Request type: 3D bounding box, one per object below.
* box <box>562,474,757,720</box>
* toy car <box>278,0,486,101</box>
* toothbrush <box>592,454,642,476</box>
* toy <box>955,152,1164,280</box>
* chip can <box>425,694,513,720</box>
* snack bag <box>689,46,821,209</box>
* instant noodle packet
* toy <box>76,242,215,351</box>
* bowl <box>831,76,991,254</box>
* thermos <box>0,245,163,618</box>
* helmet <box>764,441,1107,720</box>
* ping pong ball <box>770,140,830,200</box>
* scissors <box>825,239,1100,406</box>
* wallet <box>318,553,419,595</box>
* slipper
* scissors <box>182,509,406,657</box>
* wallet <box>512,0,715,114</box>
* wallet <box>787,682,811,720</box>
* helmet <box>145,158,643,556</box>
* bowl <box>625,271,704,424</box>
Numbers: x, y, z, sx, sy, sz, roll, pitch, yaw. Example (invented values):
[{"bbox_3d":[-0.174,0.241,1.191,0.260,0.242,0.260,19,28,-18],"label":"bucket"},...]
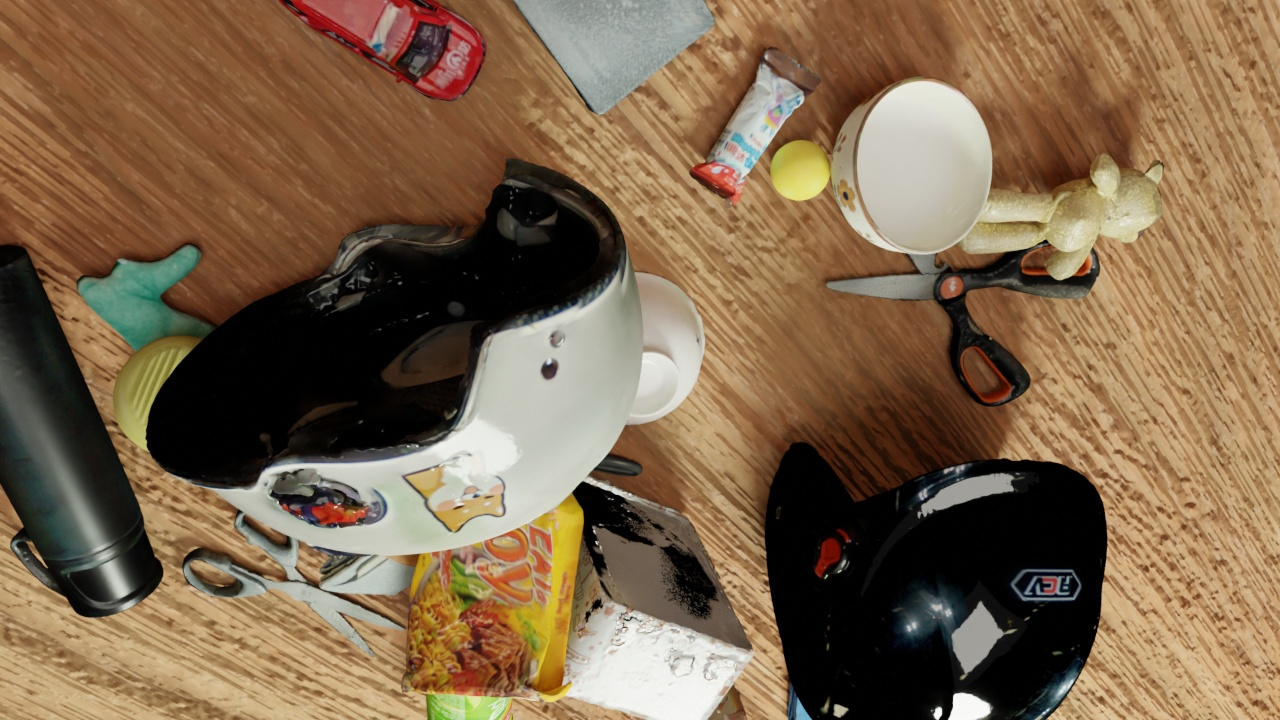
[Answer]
[{"bbox_3d":[0.019,0.211,0.689,0.130,0.179,0.272,-34,117,2],"label":"box"},{"bbox_3d":[-0.147,-0.194,0.528,0.120,0.045,0.053,25,109,-25],"label":"toy car"},{"bbox_3d":[-0.081,0.069,0.688,0.181,0.018,0.016,12,108,-20],"label":"toothbrush"},{"bbox_3d":[0.302,-0.108,0.665,0.157,0.066,0.105,-8,130,-11],"label":"toy"},{"bbox_3d":[-0.128,0.225,0.686,0.072,0.072,0.222,-2,133,-13],"label":"chip can"},{"bbox_3d":[0.074,-0.153,0.611,0.045,0.026,0.105,28,104,-21],"label":"snack bag"},{"bbox_3d":[-0.093,0.143,0.567,0.111,0.044,0.128,0,78,13],"label":"instant noodle packet"},{"bbox_3d":[-0.304,-0.028,0.580,0.096,0.030,0.092,-37,120,-1],"label":"toy"},{"bbox_3d":[0.172,-0.129,0.618,0.113,0.062,0.113,-3,98,-23],"label":"bowl"},{"bbox_3d":[-0.386,0.054,0.579,0.090,0.068,0.243,-5,117,1],"label":"thermos"},{"bbox_3d":[0.222,0.177,0.693,0.233,0.229,0.276,9,151,-17],"label":"helmet"},{"bbox_3d":[0.108,-0.129,0.622,0.040,0.040,0.040,-5,116,-11],"label":"ping pong ball"},{"bbox_3d":[0.254,-0.045,0.708,0.221,0.021,0.225,-17,117,-5],"label":"scissors"},{"bbox_3d":[-0.153,0.127,0.659,0.130,0.037,0.106,-36,161,6],"label":"wallet"},{"bbox_3d":[-0.251,0.046,0.606,0.190,0.082,0.091,34,68,-37],"label":"slipper"},{"bbox_3d":[-0.263,0.174,0.699,0.166,0.014,0.163,-4,119,-14],"label":"scissors"},{"bbox_3d":[-0.024,-0.225,0.559,0.097,0.019,0.121,-36,119,7],"label":"wallet"},{"bbox_3d":[0.203,0.301,0.855,0.133,0.040,0.106,-10,126,-9],"label":"wallet"},{"bbox_3d":[-0.115,0.020,0.527,0.274,0.229,0.157,-25,124,8],"label":"helmet"},{"bbox_3d":[-0.004,0.004,0.647,0.118,0.064,0.118,-5,117,-10],"label":"bowl"}]
